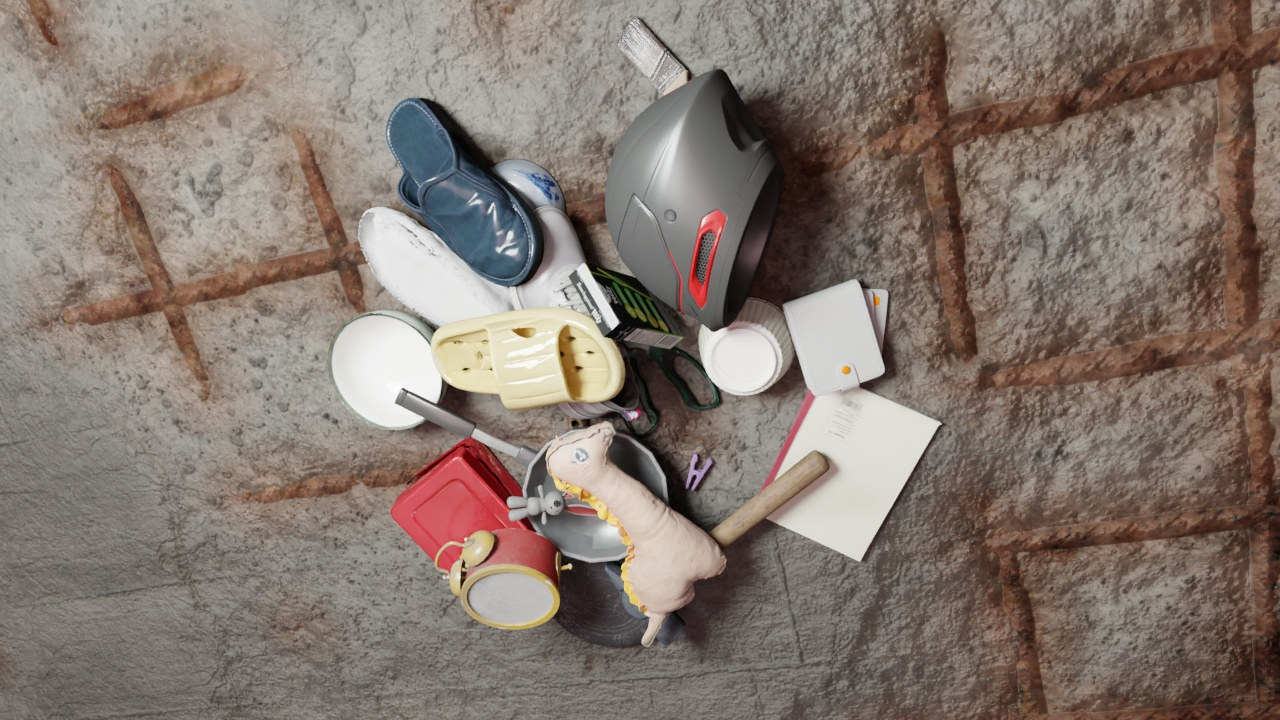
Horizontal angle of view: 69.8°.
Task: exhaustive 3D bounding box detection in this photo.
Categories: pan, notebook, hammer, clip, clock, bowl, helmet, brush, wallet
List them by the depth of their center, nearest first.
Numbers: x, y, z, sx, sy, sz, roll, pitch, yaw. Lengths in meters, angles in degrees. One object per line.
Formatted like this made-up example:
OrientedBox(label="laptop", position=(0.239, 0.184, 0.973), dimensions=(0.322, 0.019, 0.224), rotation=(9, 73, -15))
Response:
OrientedBox(label="helmet", position=(0.048, -0.171, 0.957), dimensions=(0.170, 0.163, 0.265), rotation=(23, 123, 15))
OrientedBox(label="brush", position=(0.035, -0.304, 0.993), dimensions=(0.151, 0.012, 0.039), rotation=(44, 113, -6))
OrientedBox(label="wallet", position=(0.232, -0.028, 1.032), dimensions=(0.115, 0.037, 0.118), rotation=(-19, 104, 3))
OrientedBox(label="bowl", position=(0.120, -0.010, 1.054), dimensions=(0.115, 0.062, 0.115), rotation=(4, 111, 11))
OrientedBox(label="bowl", position=(-0.147, -0.173, 1.064), dimensions=(0.114, 0.045, 0.114), rotation=(4, 111, 11))
OrientedBox(label="notebook", position=(0.242, 0.130, 1.105), dimensions=(0.153, 0.012, 0.209), rotation=(24, 113, 4))
OrientedBox(label="clock", position=(-0.170, 0.253, 1.114), dimensions=(0.158, 0.081, 0.117), rotation=(20, 126, -16))
OrientedBox(label="pan", position=(-0.133, 0.120, 1.126), dimensions=(0.357, 0.041, 0.179), rotation=(27, 105, -5))
OrientedBox(label="hammer", position=(0.101, 0.216, 1.131), dimensions=(0.322, 0.040, 0.129), rotation=(-41, 95, 17))
OrientedBox(label="clip", position=(0.076, 0.140, 1.147), dimensions=(0.042, 0.014, 0.052), rotation=(-1, 107, 11))
OrientedBox(label="bowl", position=(-0.307, 0.005, 1.152), dimensions=(0.153, 0.072, 0.153), rotation=(4, 110, 11))
OrientedBox(label="pan", position=(-0.058, 0.229, 1.199), dimensions=(0.208, 0.040, 0.357), rotation=(-5, 110, 14))

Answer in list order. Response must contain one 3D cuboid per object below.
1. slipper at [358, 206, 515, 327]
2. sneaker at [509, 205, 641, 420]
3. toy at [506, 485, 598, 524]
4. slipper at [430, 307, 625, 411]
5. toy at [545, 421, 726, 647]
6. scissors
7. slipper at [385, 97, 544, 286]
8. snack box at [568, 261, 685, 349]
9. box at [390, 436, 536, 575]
OrientedBox(label="slipper", position=(-0.234, -0.101, 1.095), dimensions=(0.247, 0.074, 0.112), rotation=(36, 114, 7))
OrientedBox(label="sneaker", position=(-0.068, -0.046, 1.039), dimensions=(0.129, 0.096, 0.263), rotation=(11, 122, 55))
OrientedBox(label="toy", position=(-0.103, 0.172, 1.101), dimensions=(0.111, 0.030, 0.049), rotation=(-6, 102, -7))
OrientedBox(label="slipper", position=(-0.143, 0.003, 1.009), dimensions=(0.262, 0.079, 0.111), rotation=(1, 113, 32))
OrientedBox(label="toy", position=(-0.023, 0.203, 1.080), dimensions=(0.264, 0.065, 0.196), rotation=(38, 93, -15))
OrientedBox(label="scissors", position=(-0.012, 0.006, 1.117), dimensions=(0.142, 0.015, 0.210), rotation=(-38, 98, 24))
OrientedBox(label="slipper", position=(-0.216, -0.184, 1.014), dimensions=(0.265, 0.083, 0.109), rotation=(51, 121, 13))
OrientedBox(label="snack box", position=(-0.012, -0.058, 1.009), dimensions=(0.025, 0.147, 0.080), rotation=(-39, 69, 21))
OrientedBox(label="box", position=(-0.223, 0.198, 1.187), dimensions=(0.135, 0.112, 0.157), rotation=(-37, 98, 17))
